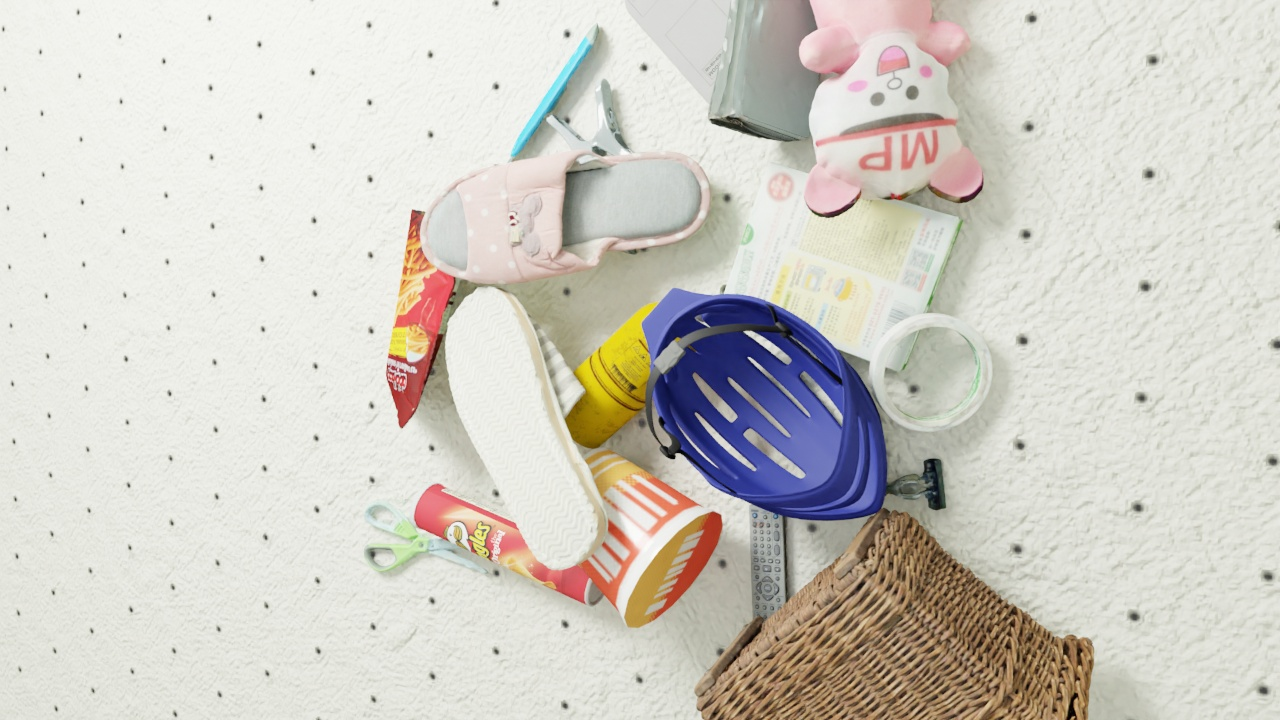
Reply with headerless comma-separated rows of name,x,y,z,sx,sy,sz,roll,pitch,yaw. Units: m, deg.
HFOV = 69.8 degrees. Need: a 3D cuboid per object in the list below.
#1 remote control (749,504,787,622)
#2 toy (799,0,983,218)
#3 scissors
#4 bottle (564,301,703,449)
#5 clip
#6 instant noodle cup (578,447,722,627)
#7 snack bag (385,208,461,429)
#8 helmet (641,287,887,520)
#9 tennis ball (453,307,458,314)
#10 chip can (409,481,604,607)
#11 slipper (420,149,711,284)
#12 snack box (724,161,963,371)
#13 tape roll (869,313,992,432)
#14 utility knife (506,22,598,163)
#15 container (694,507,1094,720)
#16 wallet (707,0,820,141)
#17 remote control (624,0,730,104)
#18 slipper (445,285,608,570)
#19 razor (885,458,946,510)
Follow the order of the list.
remote control,0.115,0.197,0.817,0.033,0.013,0.136,-2,92,26
toy,0.189,-0.221,0.717,0.142,0.084,0.213,-6,86,-9
scissors,-0.232,0.207,0.989,0.175,0.032,0.093,14,95,29
bottle,-0.005,0.005,0.835,0.164,0.071,0.071,-42,75,21
clip,-0.043,-0.170,0.870,0.115,0.028,0.163,-27,80,23
instant noodle cup,-0.013,0.151,0.825,0.121,0.123,0.123,36,107,28
snack bag,-0.216,-0.044,0.929,0.139,0.066,0.208,28,106,61
helmet,0.090,0.038,0.703,0.241,0.227,0.148,45,102,13
tennis ball,-0.156,-0.030,0.911,0.065,0.065,0.065,1,93,26
chip can,-0.130,0.181,0.915,0.215,0.051,0.052,18,100,24
slipper,-0.073,-0.132,0.822,0.275,0.054,0.114,-8,88,11
snack box,0.165,-0.081,0.772,0.168,0.027,0.132,23,102,24
tape roll,0.230,0.010,0.730,0.094,0.018,0.094,0,100,3
utility knife,-0.093,-0.247,0.896,0.015,0.031,0.186,33,112,-20
container,0.174,0.249,0.693,0.183,0.161,0.251,46,116,13
wallet,0.106,-0.251,0.755,0.054,0.100,0.132,21,101,46
remote control,0.050,-0.301,0.823,0.074,0.019,0.151,-43,75,21
slipper,-0.099,0.055,0.814,0.115,0.054,0.272,-36,64,23
razor,0.182,0.109,0.776,0.144,0.022,0.043,-7,88,26
